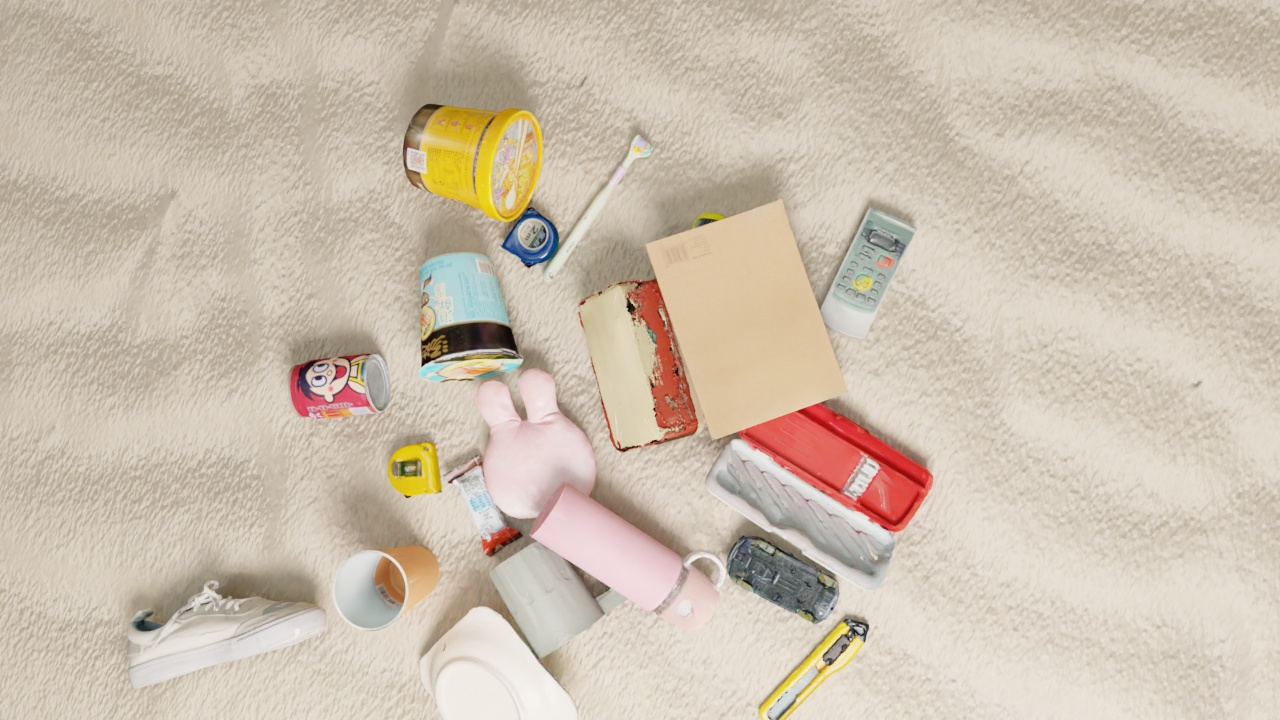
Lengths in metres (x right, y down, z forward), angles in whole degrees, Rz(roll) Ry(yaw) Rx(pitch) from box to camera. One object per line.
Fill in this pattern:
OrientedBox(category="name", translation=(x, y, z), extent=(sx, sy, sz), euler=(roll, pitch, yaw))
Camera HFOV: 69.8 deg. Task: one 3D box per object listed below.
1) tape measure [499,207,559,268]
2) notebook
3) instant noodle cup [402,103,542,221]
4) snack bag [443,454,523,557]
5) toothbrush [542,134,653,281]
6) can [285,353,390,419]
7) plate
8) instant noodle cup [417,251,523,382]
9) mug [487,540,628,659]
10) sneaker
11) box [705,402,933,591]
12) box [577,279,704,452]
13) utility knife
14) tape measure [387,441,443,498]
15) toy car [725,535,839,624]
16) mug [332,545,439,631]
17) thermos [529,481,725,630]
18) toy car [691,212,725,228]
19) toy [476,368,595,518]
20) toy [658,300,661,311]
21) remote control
OrientedBox(category="tape measure", translation=(-0.118, -0.133, 1.013), extent=(0.054, 0.025, 0.058), euler=(36, 95, 6))
OrientedBox(category="notebook", translation=(0.108, -0.043, 0.933), extent=(0.149, 0.012, 0.211), euler=(-19, 88, -5))
OrientedBox(category="instant noodle cup", translation=(-0.182, -0.219, 0.986), extent=(0.114, 0.118, 0.118), euler=(15, 88, 15))
OrientedBox(category="snack bag", translation=(-0.172, 0.158, 0.999), extent=(0.048, 0.026, 0.104), euler=(-31, 82, -2))
OrientedBox(category="toothbrush", translation=(-0.050, -0.165, 1.010), extent=(0.189, 0.029, 0.020), euler=(-54, 40, 2))
OrientedBox(category="can", translation=(-0.331, 0.029, 1.008), extent=(0.094, 0.066, 0.066), euler=(-6, 85, 7))
OrientedBox(category="plate", translation=(-0.157, 0.351, 0.946), extent=(0.163, 0.034, 0.165), euler=(47, 119, 8))
OrientedBox(category="instant noodle cup", translation=(-0.191, -0.048, 0.983), extent=(0.111, 0.111, 0.120), euler=(-13, 77, 6))
OrientedBox(category="mug", translation=(-0.083, 0.235, 0.963), extent=(0.123, 0.084, 0.103), euler=(-30, 81, -23))
OrientedBox(category="sneaker", translation=(-0.454, 0.285, 1.001), extent=(0.242, 0.089, 0.090), euler=(-18, 79, 12))
OrientedBox(category="box", translation=(0.181, 0.126, 0.938), extent=(0.201, 0.065, 0.159), euler=(32, 70, 8))
OrientedBox(category="box", translation=(-0.006, 0.006, 0.944), extent=(0.092, 0.077, 0.168), euler=(-21, 82, 49))
OrientedBox(category="utility knife", translation=(0.179, 0.325, 0.947), extent=(0.033, 0.015, 0.154), euler=(43, 92, 11))
OrientedBox(category="tape measure", translation=(-0.250, 0.121, 1.010), extent=(0.057, 0.029, 0.060), euler=(-9, 85, 7))
OrientedBox(category="toy car", translation=(0.147, 0.225, 0.949), extent=(0.120, 0.037, 0.054), euler=(28, 89, -2))
OrientedBox(category="mug", translation=(-0.257, 0.230, 0.956), extent=(0.078, 0.122, 0.078), euler=(-1, 85, 7))
OrientedBox(category="thermos", translation=(-0.008, 0.195, 0.933), extent=(0.198, 0.067, 0.087), euler=(33, 100, -6))
OrientedBox(category="toy car", translation=(0.103, -0.123, 0.981), extent=(0.105, 0.032, 0.048), euler=(27, 89, 7))
OrientedBox(category="toy", translation=(-0.115, 0.091, 0.981), extent=(0.121, 0.054, 0.159), euler=(-15, 90, 2))
OrientedBox(category="toy", translation=(0.091, -0.051, 0.966), extent=(0.156, 0.049, 0.161), euler=(43, 100, -1))
OrientedBox(category="remote control", translation=(0.237, -0.090, 0.967), extent=(0.056, 0.019, 0.135), euler=(27, 90, 8))
